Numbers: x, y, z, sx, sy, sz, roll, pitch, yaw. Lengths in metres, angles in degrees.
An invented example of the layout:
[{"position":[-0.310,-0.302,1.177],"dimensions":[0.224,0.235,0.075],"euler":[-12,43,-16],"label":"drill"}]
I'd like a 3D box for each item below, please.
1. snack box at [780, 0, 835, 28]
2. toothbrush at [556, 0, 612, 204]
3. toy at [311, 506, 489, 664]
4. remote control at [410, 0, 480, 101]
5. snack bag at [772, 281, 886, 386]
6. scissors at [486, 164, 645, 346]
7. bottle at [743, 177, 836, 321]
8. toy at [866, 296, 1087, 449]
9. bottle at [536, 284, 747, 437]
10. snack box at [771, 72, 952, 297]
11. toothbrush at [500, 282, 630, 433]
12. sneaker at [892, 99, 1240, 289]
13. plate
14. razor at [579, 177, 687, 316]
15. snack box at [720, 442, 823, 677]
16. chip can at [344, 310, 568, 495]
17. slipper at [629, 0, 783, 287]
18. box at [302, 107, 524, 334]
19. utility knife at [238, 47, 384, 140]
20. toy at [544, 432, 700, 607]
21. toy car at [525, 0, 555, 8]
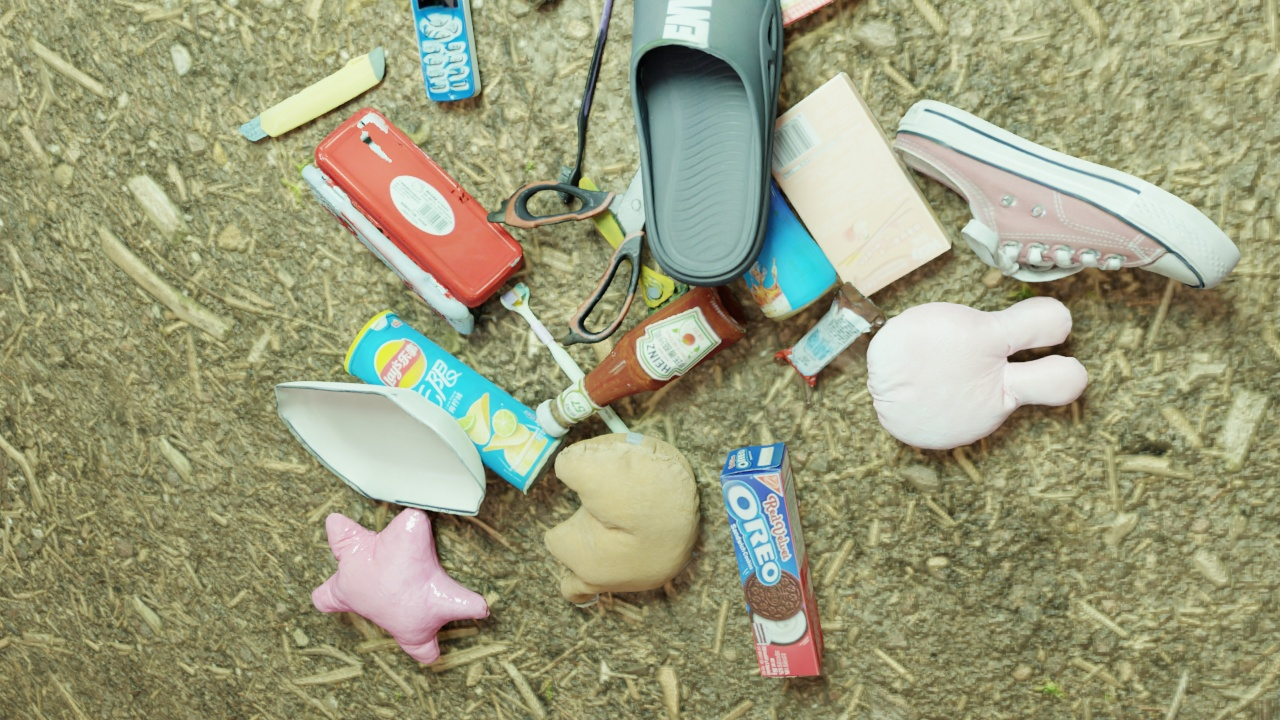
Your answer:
[{"position":[0.087,-0.282,0.688],"dimensions":[0.153,0.025,0.075],"euler":[-22,101,24],"label":"snack box"},{"position":[-0.045,-0.222,0.762],"dimensions":[0.017,0.014,0.189],"euler":[25,115,23],"label":"toothbrush"},{"position":[-0.246,0.227,0.956],"dimensions":[0.194,0.074,0.179],"euler":[24,112,6],"label":"toy"},{"position":[-0.165,-0.285,0.774],"dimensions":[0.049,0.024,0.125],"euler":[1,110,18],"label":"remote control"},{"position":[0.152,-0.017,0.747],"dimensions":[0.045,0.026,0.106],"euler":[43,132,4],"label":"snack bag"},{"position":[-0.018,-0.113,0.763],"dimensions":[0.225,0.015,0.189],"euler":[-9,96,8],"label":"scissors"},{"position":[0.071,-0.135,0.713],"dimensions":[0.065,0.065,0.218],"euler":[-31,95,25],"label":"bottle"},{"position":[0.257,0.009,0.716],"dimensions":[0.160,0.054,0.121],"euler":[-13,105,26],"label":"toy"},{"position":[-0.005,0.005,0.795],"dimensions":[0.206,0.059,0.060],"euler":[-33,96,22],"label":"bottle"},{"position":[0.164,-0.133,0.714],"dimensions":[0.085,0.026,0.157],"euler":[-32,96,26],"label":"snack box"},{"position":[-0.062,0.010,0.846],"dimensions":[0.189,0.029,0.020],"euler":[52,158,-5],"label":"toothbrush"},{"position":[0.282,-0.097,0.644],"dimensions":[0.241,0.118,0.088],"euler":[29,97,14],"label":"sneaker"},{"position":[-0.246,0.075,0.875],"dimensions":[0.266,0.034,0.162],"euler":[0,131,40],"label":"plate"},{"position":[-0.014,-0.101,0.788],"dimensions":[0.043,0.028,0.132],"euler":[-33,94,29],"label":"razor"},{"position":[0.120,0.180,0.823],"dimensions":[0.057,0.058,0.207],"euler":[-7,106,18],"label":"snack box"},{"position":[-0.172,0.039,0.865],"dimensions":[0.210,0.071,0.071],"euler":[34,116,5],"label":"chip can"},{"position":[0.045,-0.188,0.640],"dimensions":[0.111,0.083,0.268],"euler":[-1,88,8],"label":"slipper"},{"position":[-0.204,-0.124,0.837],"dimensions":[0.201,0.100,0.094],"euler":[43,75,2],"label":"box"},{"position":[-0.302,-0.238,0.840],"dimensions":[0.179,0.019,0.031],"euler":[-19,98,17],"label":"utility knife"},{"position":[-0.017,0.167,0.856],"dimensions":[0.143,0.082,0.226],"euler":[14,122,6],"label":"toy"},{"position":[-0.063,-0.320,0.722],"dimensions":[0.091,0.035,0.042],"euler":[-34,96,23],"label":"toy car"}]
